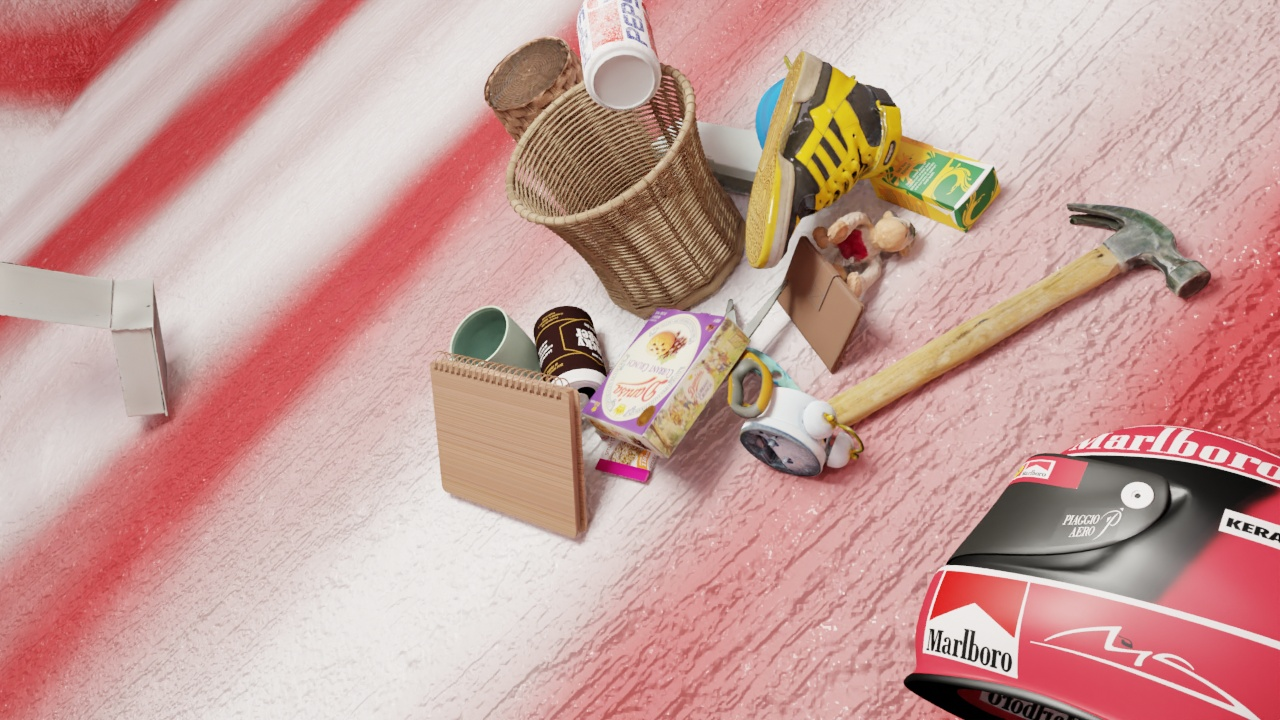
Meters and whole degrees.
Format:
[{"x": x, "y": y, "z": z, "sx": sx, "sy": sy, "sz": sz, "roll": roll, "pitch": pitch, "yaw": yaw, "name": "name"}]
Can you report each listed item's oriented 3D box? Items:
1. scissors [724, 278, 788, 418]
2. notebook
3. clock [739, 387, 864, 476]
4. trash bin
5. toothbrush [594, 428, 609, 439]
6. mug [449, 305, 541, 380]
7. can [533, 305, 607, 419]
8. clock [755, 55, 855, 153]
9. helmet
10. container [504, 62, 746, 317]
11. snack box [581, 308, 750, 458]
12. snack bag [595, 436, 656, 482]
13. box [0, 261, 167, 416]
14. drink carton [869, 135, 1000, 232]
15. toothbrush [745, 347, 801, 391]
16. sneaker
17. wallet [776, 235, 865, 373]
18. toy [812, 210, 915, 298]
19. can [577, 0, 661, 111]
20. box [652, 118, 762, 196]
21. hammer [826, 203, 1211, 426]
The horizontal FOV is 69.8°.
[{"x": 0.078, "y": 0.009, "z": 0.932, "sx": 0.227, "sy": 0.016, "sz": 0.224, "roll": -38, "pitch": 25, "yaw": 23, "name": "scissors"}, {"x": -0.146, "y": 0.085, "z": 0.990, "sx": 0.211, "sy": 0.022, "sz": 0.169, "roll": 11, "pitch": 111, "yaw": 37, "name": "notebook"}, {"x": 0.150, "y": 0.069, "z": 0.848, "sx": 0.118, "sy": 0.083, "sz": 0.057, "roll": 7, "pitch": 58, "yaw": 40, "name": "clock"}, {"x": -0.084, "y": -0.293, "z": 1.155, "sx": 0.151, "sy": 0.210, "sz": 0.151, "roll": -16, "pitch": 52, "yaw": 22, "name": "trash bin"}, {"x": -0.006, "y": 0.006, "z": 1.036, "sx": 0.015, "sy": 0.015, "sz": 0.184, "roll": 7, "pitch": 62, "yaw": 43, "name": "toothbrush"}, {"x": -0.174, "y": 0.005, "z": 1.081, "sx": 0.111, "sy": 0.104, "sz": 0.084, "roll": -28, "pitch": 49, "yaw": 13, "name": "mug"}, {"x": -0.079, "y": 0.000, "z": 1.040, "sx": 0.072, "sy": 0.072, "sz": 0.128, "roll": -30, "pitch": 43, "yaw": 12, "name": "can"}, {"x": 0.190, "y": -0.250, "z": 1.019, "sx": 0.060, "sy": 0.116, "sz": 0.161, "roll": 157, "pitch": 119, "yaw": -71, "name": "clock"}, {"x": 0.332, "y": 0.153, "z": 0.599, "sx": 0.271, "sy": 0.197, "sz": 0.224, "roll": 8, "pitch": 64, "yaw": 45, "name": "helmet"}, {"x": -0.003, "y": -0.182, "z": 1.032, "sx": 0.227, "sy": 0.196, "sz": 0.226, "roll": -17, "pitch": 50, "yaw": 21, "name": "container"}, {"x": 0.023, "y": 0.018, "z": 0.935, "sx": 0.147, "sy": 0.040, "sz": 0.143, "roll": -54, "pitch": 26, "yaw": -12, "name": "snack box"}, {"x": 0.015, "y": 0.037, "z": 1.000, "sx": 0.070, "sy": 0.016, "sz": 0.196, "roll": 9, "pitch": 65, "yaw": 38, "name": "snack bag"}, {"x": -0.840, "y": -0.094, "z": 1.355, "sx": 0.149, "sy": 0.413, "sz": 0.167, "roll": -38, "pitch": 40, "yaw": -1, "name": "box"}, {"x": 0.301, "y": -0.186, "z": 0.953, "sx": 0.058, "sy": 0.041, "sz": 0.122, "roll": -49, "pitch": 48, "yaw": -6, "name": "drink carton"}, {"x": 0.144, "y": 0.020, "z": 0.929, "sx": 0.022, "sy": 0.017, "sz": 0.135, "roll": -46, "pitch": 47, "yaw": -2, "name": "toothbrush"}, {"x": 0.187, "y": -0.189, "z": 0.932, "sx": 0.122, "sy": 0.086, "sz": 0.238, "roll": 16, "pitch": 77, "yaw": -8, "name": "sneaker"}, {"x": 0.180, "y": -0.058, "z": 0.927, "sx": 0.013, "sy": 0.088, "sz": 0.121, "roll": -5, "pitch": 43, "yaw": -24, "name": "wallet"}, {"x": 0.236, "y": -0.114, "z": 0.936, "sx": 0.106, "sy": 0.085, "sz": 0.074, "roll": -21, "pitch": 6, "yaw": -9, "name": "toy"}, {"x": -0.024, "y": -0.329, "z": 0.961, "sx": 0.078, "sy": 0.078, "sz": 0.136, "roll": -23, "pitch": 48, "yaw": 17, "name": "can"}, {"x": 0.103, "y": -0.251, "z": 1.117, "sx": 0.199, "sy": 0.070, "sz": 0.085, "roll": 22, "pitch": 92, "yaw": 42, "name": "box"}, {"x": 0.323, "y": -0.033, "z": 0.844, "sx": 0.331, "sy": 0.033, "sz": 0.132, "roll": -31, "pitch": 50, "yaw": 11, "name": "hammer"}]
